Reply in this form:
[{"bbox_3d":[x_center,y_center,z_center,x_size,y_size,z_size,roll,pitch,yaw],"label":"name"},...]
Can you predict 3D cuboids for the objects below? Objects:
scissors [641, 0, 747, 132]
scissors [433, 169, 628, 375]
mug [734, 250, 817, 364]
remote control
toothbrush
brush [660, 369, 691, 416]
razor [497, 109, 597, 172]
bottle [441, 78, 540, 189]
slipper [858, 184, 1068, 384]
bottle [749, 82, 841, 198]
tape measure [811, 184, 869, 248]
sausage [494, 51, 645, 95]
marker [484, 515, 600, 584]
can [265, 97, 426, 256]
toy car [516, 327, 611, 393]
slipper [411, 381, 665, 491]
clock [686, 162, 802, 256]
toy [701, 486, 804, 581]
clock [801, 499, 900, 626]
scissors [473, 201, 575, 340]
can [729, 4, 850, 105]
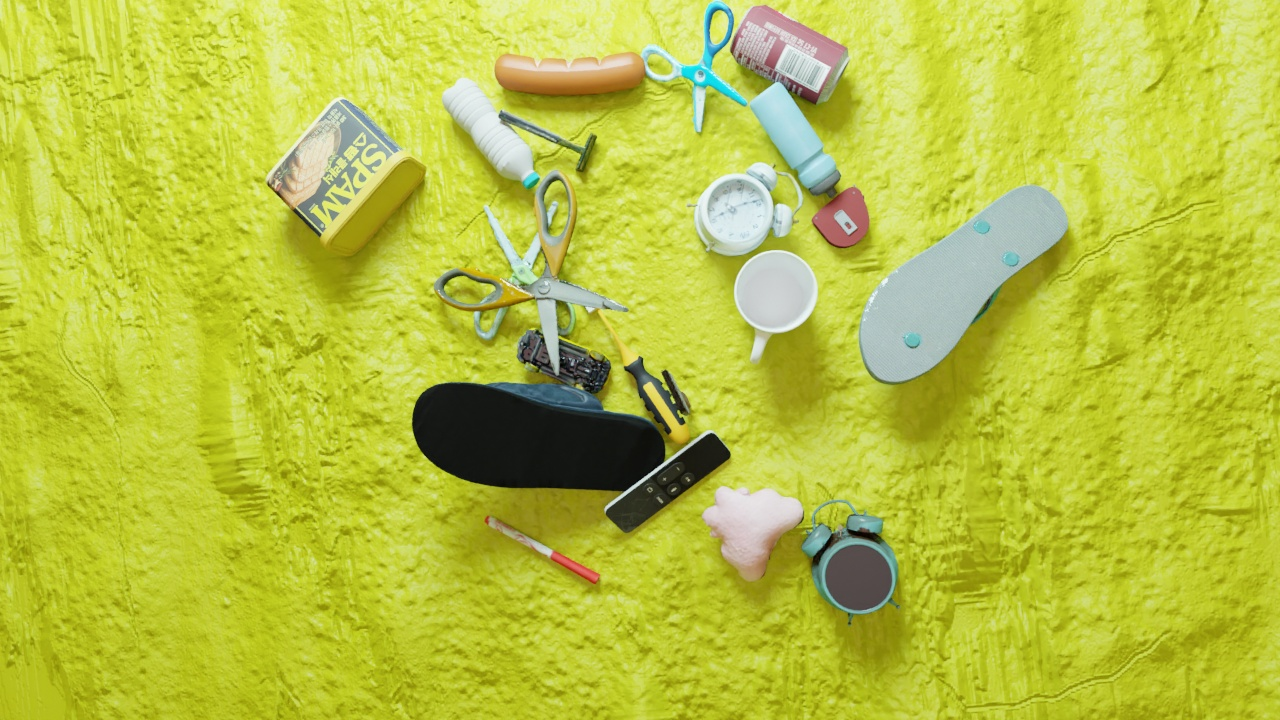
[{"bbox_3d":[0.063,-0.311,0.957,0.134,0.011,0.140,39,128,16],"label":"scissors"},{"bbox_3d":[-0.113,-0.099,0.982,0.225,0.016,0.229,11,85,16],"label":"scissors"},{"bbox_3d":[0.132,-0.051,0.941,0.081,0.087,0.114,16,92,6],"label":"mug"},{"bbox_3d":[0.029,0.131,0.983,0.147,0.008,0.045,-37,123,6],"label":"remote control"},{"bbox_3d":[-0.006,0.006,0.989,0.031,0.031,0.196,-34,83,2],"label":"toothbrush"},{"bbox_3d":[0.041,0.038,0.925,0.008,0.143,0.045,-26,79,4],"label":"brush"},{"bbox_3d":[-0.103,-0.243,0.985,0.106,0.026,0.042,22,95,-11],"label":"razor"},{"bbox_3d":[-0.159,-0.243,0.995,0.044,0.044,0.136,-40,86,5],"label":"bottle"},{"bbox_3d":[0.320,-0.081,0.945,0.268,0.055,0.098,-43,83,-6],"label":"slipper"},{"bbox_3d":[0.164,-0.224,0.952,0.040,0.040,0.130,-36,98,5],"label":"bottle"},{"bbox_3d":[0.217,-0.148,0.965,0.059,0.019,0.051,-39,86,5],"label":"tape measure"},{"bbox_3d":[-0.076,-0.308,0.987,0.164,0.039,0.044,1,93,7],"label":"sausage"},{"bbox_3d":[-0.109,0.208,1.009,0.142,0.012,0.013,27,93,6],"label":"marker"},{"bbox_3d":[-0.321,-0.200,1.000,0.104,0.075,0.135,44,95,7],"label":"can"},{"bbox_3d":[-0.083,-0.001,0.994,0.107,0.030,0.049,25,100,0],"label":"toy car"},{"bbox_3d":[-0.109,0.074,0.977,0.265,0.083,0.109,9,109,-15],"label":"slipper"},{"bbox_3d":[0.112,-0.158,0.960,0.117,0.057,0.083,-23,88,-1],"label":"clock"},{"bbox_3d":[0.111,0.175,0.964,0.093,0.050,0.102,30,97,2],"label":"toy"},{"bbox_3d":[0.218,0.206,0.951,0.090,0.053,0.124,-22,85,6],"label":"clock"},{"bbox_3d":[-0.135,-0.094,1.008,0.166,0.024,0.171,-34,85,11],"label":"scissors"},{"bbox_3d":[0.154,-0.316,0.948,0.114,0.063,0.063,30,93,5],"label":"can"}]
